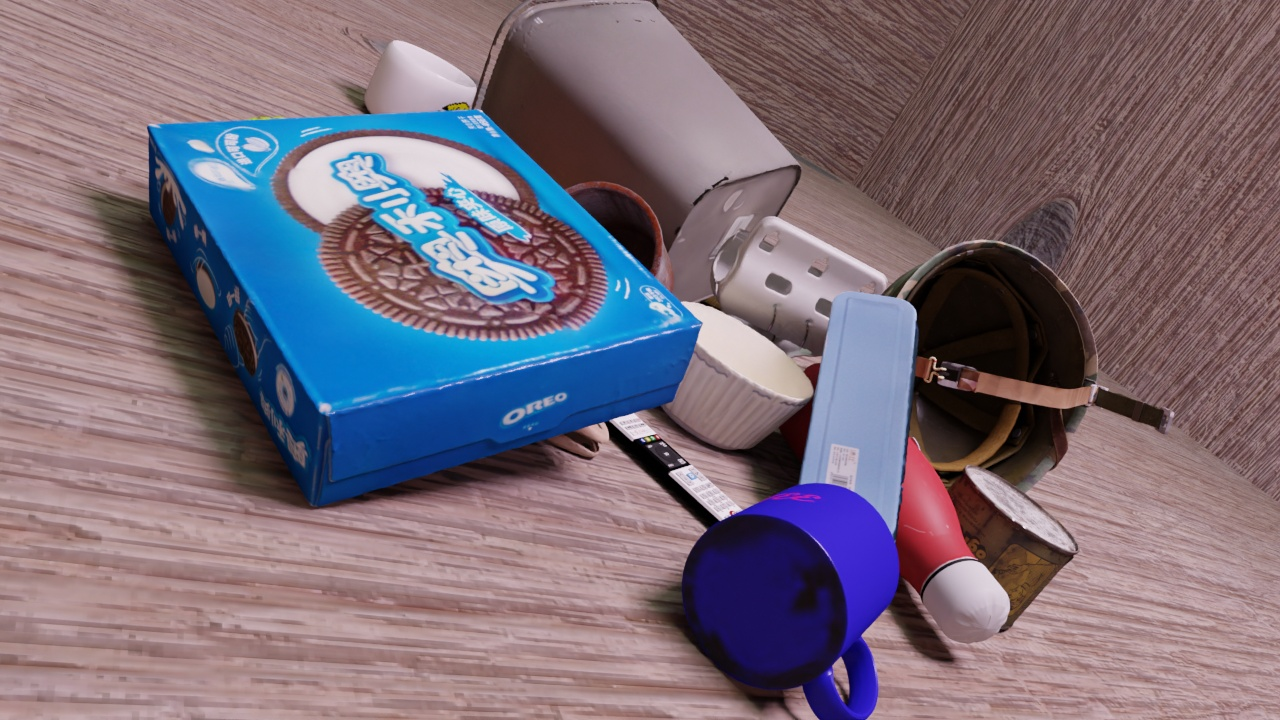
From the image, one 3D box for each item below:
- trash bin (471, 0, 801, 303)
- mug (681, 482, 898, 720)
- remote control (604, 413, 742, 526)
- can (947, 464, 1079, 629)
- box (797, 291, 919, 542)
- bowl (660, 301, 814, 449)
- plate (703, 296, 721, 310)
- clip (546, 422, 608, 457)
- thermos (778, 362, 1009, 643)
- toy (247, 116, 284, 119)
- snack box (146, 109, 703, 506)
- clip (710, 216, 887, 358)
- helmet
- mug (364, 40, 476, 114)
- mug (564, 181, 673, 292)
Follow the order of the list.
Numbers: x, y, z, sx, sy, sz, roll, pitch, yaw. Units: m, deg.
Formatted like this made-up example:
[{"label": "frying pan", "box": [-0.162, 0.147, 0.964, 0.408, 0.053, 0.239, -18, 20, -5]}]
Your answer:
[{"label": "trash bin", "box": [-0.004, -0.171, 0.796, 0.196, 0.198, 0.220, -24, 62, -42]}, {"label": "mug", "box": [0.080, 0.119, 0.440, 0.083, 0.079, 0.111, -6, 70, -59]}, {"label": "remote control", "box": [0.013, 0.061, 0.556, 0.124, 0.012, 0.028, 41, 22, 22]}, {"label": "can", "box": [0.243, 0.130, 0.641, 0.090, 0.075, 0.089, 29, 19, -11]}, {"label": "box", "box": [0.148, 0.042, 0.616, 0.067, 0.052, 0.209, 9, 51, 12]}, {"label": "bowl", "box": [0.058, 0.016, 0.653, 0.115, 0.063, 0.115, 28, 21, -12]}, {"label": "plate", "box": [0.078, -0.089, 0.967, 0.184, 0.036, 0.184, 28, 21, -12]}, {"label": "clip", "box": [-0.044, 0.031, 0.518, 0.061, 0.049, 0.025, 0, 26, -7]}, {"label": "thermos", "box": [0.167, 0.091, 0.622, 0.073, 0.073, 0.239, 21, 23, -28]}, {"label": "toy", "box": [-0.225, -0.133, 0.630, 0.094, 0.036, 0.093, 18, 27, -49]}, {"label": "snack box", "box": [-0.117, -0.049, 0.471, 0.195, 0.056, 0.239, -15, 48, -37]}, {"label": "clip", "box": [0.106, -0.040, 0.737, 0.125, 0.151, 0.089, 24, 33, -19]}, {"label": "helmet", "box": [0.269, 0.018, 0.745, 0.192, 0.224, 0.237, 10, -11, -9]}, {"label": "mug", "box": [-0.208, -0.256, 0.894, 0.094, 0.068, 0.115, 38, 21, 16]}, {"label": "mug", "box": [-0.017, -0.052, 0.643, 0.110, 0.096, 0.123, 23, 44, -77]}]
